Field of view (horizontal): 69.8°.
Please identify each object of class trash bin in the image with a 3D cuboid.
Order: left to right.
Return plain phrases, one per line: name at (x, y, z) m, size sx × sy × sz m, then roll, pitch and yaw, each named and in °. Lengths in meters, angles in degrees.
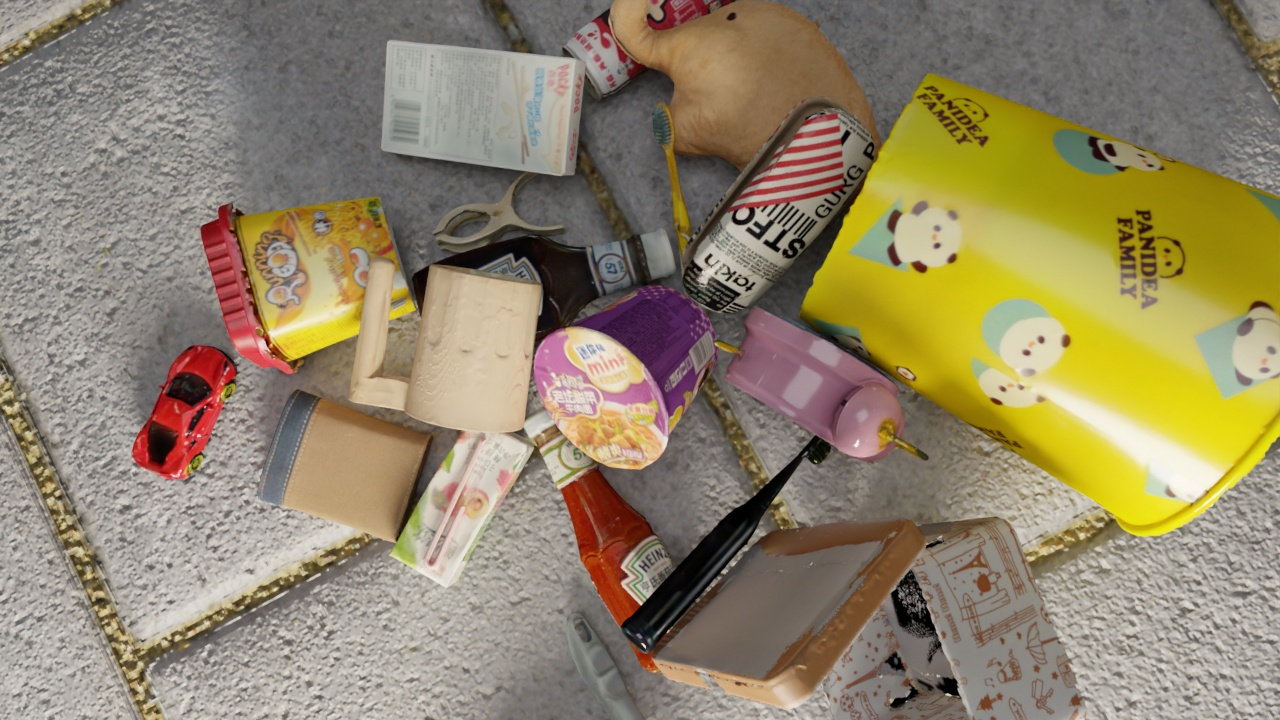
trash bin at (0.260, -0.050, 0.599) m, size 0.255 × 0.229 × 0.229 m, roll 29°, pitch 87°, yaw 10°

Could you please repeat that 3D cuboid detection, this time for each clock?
clock at (0.131, 0.024, 0.641) m, size 0.158 × 0.117 × 0.060 m, roll 30°, pitch 91°, yaw 19°

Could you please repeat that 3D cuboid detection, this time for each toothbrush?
toothbrush at (0.031, -0.094, 0.681) m, size 0.016 × 0.018 × 0.191 m, roll -4°, pitch 106°, yaw 27°
toothbrush at (0.068, 0.122, 0.652) m, size 0.212 × 0.026 × 0.027 m, roll -41°, pitch 92°, yaw -25°

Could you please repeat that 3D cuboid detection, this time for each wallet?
wallet at (-0.225, 0.081, 0.701) m, size 0.115 × 0.033 × 0.090 m, roll 17°, pitch 88°, yaw 4°

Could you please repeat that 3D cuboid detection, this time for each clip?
clip at (-0.112, -0.107, 0.714) m, size 0.097 × 0.034 × 0.061 m, roll -21°, pitch 83°, yaw -8°

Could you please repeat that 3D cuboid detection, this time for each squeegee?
squeegee at (0.015, 0.289, 0.649) m, size 0.247 × 0.040 × 0.249 m, roll -22°, pitch 64°, yaw -33°

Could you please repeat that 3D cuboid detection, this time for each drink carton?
drink carton at (-0.133, 0.104, 0.686) m, size 0.053 × 0.045 × 0.122 m, roll 29°, pitch 87°, yaw 4°

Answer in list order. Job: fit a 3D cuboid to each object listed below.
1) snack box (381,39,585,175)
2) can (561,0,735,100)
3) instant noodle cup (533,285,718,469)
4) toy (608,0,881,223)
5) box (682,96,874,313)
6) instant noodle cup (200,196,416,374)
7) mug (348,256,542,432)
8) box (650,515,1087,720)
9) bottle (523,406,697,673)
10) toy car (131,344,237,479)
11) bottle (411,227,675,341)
snack box at (-0.122, -0.192, 0.697) m, size 0.157 × 0.026 × 0.085 m, roll 11°, pitch 103°, yaw 15°
can at (0.006, -0.260, 0.709) m, size 0.132 × 0.053 × 0.053 m, roll -37°, pitch 84°, yaw -1°
instant noodle cup at (-0.004, 0.004, 0.651) m, size 0.111 × 0.112 × 0.099 m, roll 41°, pitch 46°, yaw 6°
toy at (0.079, -0.197, 0.676) m, size 0.143 × 0.082 × 0.226 m, roll -40°, pitch 91°, yaw 2°
box at (0.092, -0.107, 0.638) m, size 0.075 × 0.080 × 0.164 m, roll 26°, pitch 116°, yaw -22°
instant noodle cup at (-0.240, -0.062, 0.681) m, size 0.123 × 0.116 × 0.116 m, roll -17°, pitch 83°, yaw -10°
mug at (-0.135, -0.013, 0.640) m, size 0.124 × 0.084 × 0.103 m, roll 10°, pitch 97°, yaw -1°
box at (0.123, 0.182, 0.570) m, size 0.192 × 0.183 × 0.156 m, roll -20°, pitch 83°, yaw -21°
bottle at (-0.022, 0.125, 0.671) m, size 0.060 × 0.060 × 0.206 m, roll -30°, pitch 84°, yaw 0°
toy car at (-0.354, 0.038, 0.713) m, size 0.049 × 0.031 × 0.106 m, roll 24°, pitch 84°, yaw 4°
bottle at (-0.071, -0.058, 0.700) m, size 0.195 × 0.044 × 0.080 m, roll -15°, pitch 89°, yaw 1°
